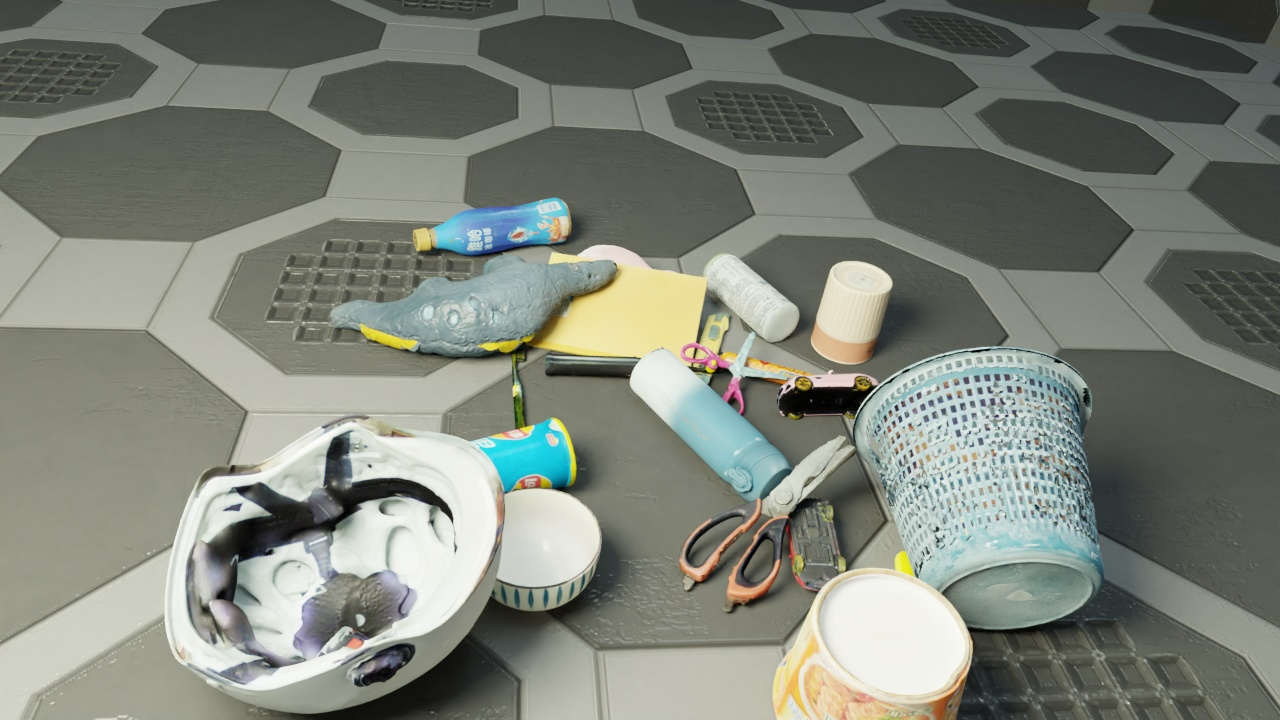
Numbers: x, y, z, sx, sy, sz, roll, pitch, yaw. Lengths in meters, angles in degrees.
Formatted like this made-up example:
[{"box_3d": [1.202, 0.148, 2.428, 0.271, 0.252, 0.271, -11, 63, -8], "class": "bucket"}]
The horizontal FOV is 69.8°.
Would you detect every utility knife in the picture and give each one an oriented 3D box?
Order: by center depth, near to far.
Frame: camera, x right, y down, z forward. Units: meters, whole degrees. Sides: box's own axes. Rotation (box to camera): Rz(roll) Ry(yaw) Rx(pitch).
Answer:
[{"box_3d": [0.089, -0.017, 1.158, 0.031, 0.018, 0.162, 8, 41, 9], "class": "utility knife"}]

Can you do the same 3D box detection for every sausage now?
[{"box_3d": [0.171, 0.017, 1.114, 0.165, 0.021, 0.021, 15, 37, 10], "class": "sausage"}]

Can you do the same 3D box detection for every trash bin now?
[{"box_3d": [0.322, 0.131, 0.851, 0.226, 0.227, 0.194, 5, 49, -3], "class": "trash bin"}]

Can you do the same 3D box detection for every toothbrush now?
[{"box_3d": [-0.136, 0.042, 1.039, 0.017, 0.012, 0.185, 9, 35, -17], "class": "toothbrush"}, {"box_3d": [-0.006, 0.006, 1.090, 0.212, 0.026, 0.027, 1, 69, -5], "class": "toothbrush"}]

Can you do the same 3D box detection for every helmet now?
[{"box_3d": [-0.225, 0.173, 0.726, 0.258, 0.146, 0.229, -17, 47, -12], "class": "helmet"}]

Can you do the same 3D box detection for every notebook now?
[{"box_3d": [-0.027, -0.062, 1.153, 0.206, 0.010, 0.145, 10, 60, 4], "class": "notebook"}]

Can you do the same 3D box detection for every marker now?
[{"box_3d": [0.248, 0.229, 0.851, 0.018, 0.015, 0.123, 11, 40, 3], "class": "marker"}]

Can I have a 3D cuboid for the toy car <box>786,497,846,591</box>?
[{"box_3d": [0.166, 0.179, 0.889, 0.049, 0.031, 0.106, 1, 42, -5], "class": "toy car"}]

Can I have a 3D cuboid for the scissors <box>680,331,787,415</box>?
[{"box_3d": [0.110, 0.016, 1.084, 0.133, 0.017, 0.135, 10, 57, -9], "class": "scissors"}]

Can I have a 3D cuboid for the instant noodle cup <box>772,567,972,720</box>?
[{"box_3d": [0.188, 0.245, 0.729, 0.151, 0.112, 0.151, 2, 39, -2], "class": "instant noodle cup"}]

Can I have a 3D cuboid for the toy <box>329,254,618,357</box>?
[{"box_3d": [-0.190, -0.064, 1.100, 0.356, 0.091, 0.137, -13, 35, -10], "class": "toy"}]

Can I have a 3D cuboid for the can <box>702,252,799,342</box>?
[{"box_3d": [0.145, -0.085, 1.217, 0.058, 0.058, 0.146, -16, 42, -28], "class": "can"}]

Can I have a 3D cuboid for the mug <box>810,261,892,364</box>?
[{"box_3d": [0.268, -0.071, 1.177, 0.081, 0.106, 0.114, 4, 37, -5], "class": "mug"}]

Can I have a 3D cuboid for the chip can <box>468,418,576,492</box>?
[{"box_3d": [-0.171, 0.114, 0.886, 0.209, 0.071, 0.071, -13, 41, -25], "class": "chip can"}]

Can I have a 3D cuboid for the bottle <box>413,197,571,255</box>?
[{"box_3d": [-0.207, -0.182, 1.284, 0.218, 0.065, 0.065, -13, 41, -23], "class": "bottle"}]

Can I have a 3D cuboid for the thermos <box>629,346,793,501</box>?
[{"box_3d": [0.074, 0.070, 0.991, 0.070, 0.070, 0.220, -18, 43, -30], "class": "thermos"}]

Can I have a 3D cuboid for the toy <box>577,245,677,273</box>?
[{"box_3d": [-0.022, -0.103, 1.215, 0.159, 0.054, 0.121, 19, 47, 17], "class": "toy"}]

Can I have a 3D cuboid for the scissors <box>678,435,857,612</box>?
[{"box_3d": [0.136, 0.152, 0.877, 0.206, 0.015, 0.193, -7, 52, 3], "class": "scissors"}]

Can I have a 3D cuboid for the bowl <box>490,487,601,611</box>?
[{"box_3d": [-0.094, 0.177, 0.819, 0.116, 0.066, 0.116, 4, 37, -3], "class": "bowl"}]

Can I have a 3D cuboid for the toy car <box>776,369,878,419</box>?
[{"box_3d": [0.217, 0.038, 1.065, 0.122, 0.056, 0.037, -1, 41, -10], "class": "toy car"}]
